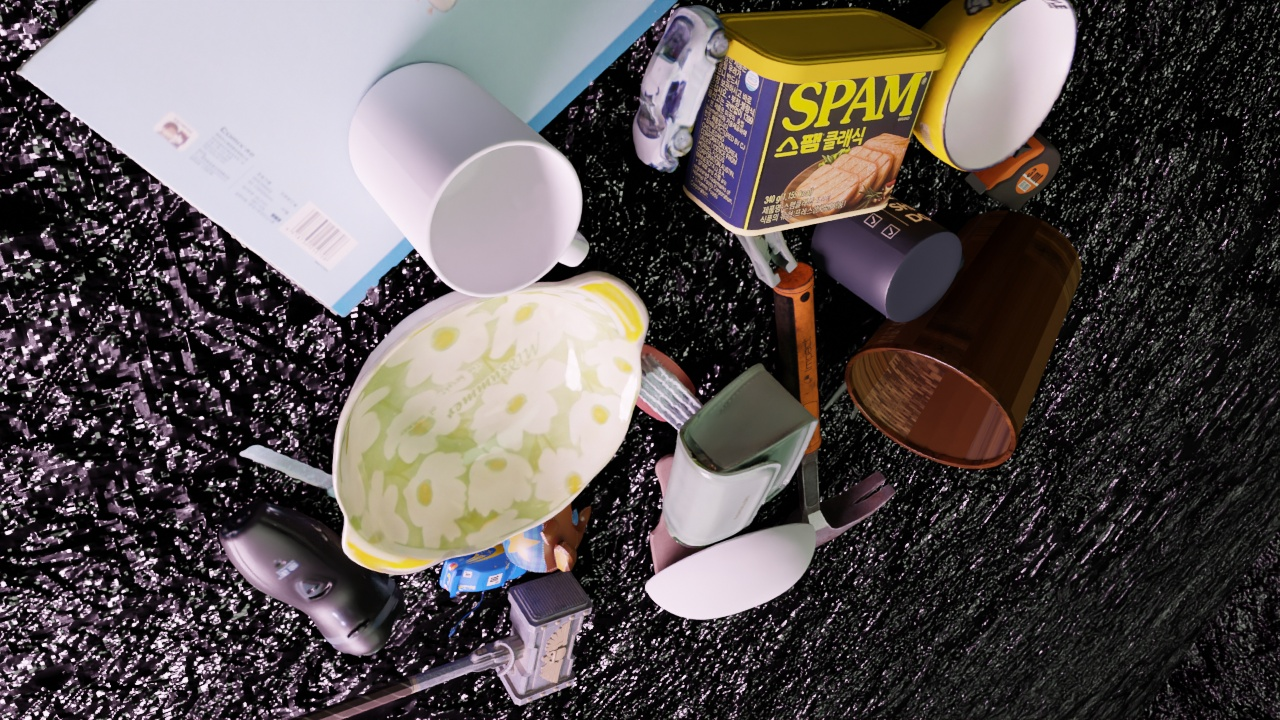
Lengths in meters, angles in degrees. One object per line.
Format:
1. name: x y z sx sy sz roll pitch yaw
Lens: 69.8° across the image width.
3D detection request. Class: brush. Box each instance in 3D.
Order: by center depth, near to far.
1. brush: -0.004 0.004 0.614 0.041 0.030 0.172 -46 139 1
2. brush: 0.026 0.126 0.755 0.049 0.015 0.136 -24 130 -20

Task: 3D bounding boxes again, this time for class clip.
1. clip: 0.083 -0.081 0.620 0.042 0.023 0.076 -44 141 -3

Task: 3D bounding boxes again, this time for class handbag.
1. handbag: 0.069 0.076 0.675 0.106 0.067 0.122 -34 156 -25

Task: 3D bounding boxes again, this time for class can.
1. can: 0.099 -0.142 0.543 0.135 0.075 0.105 -15 134 -30

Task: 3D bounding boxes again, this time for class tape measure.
1. tape measure: 0.293 -0.153 0.721 0.058 0.038 0.059 11 129 -43

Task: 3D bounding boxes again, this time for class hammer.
1. hammer: -0.187 0.239 0.649 0.321 0.044 0.099 -11 129 -33
2. hammer: 0.146 0.047 0.758 0.137 0.035 0.315 -21 133 -9

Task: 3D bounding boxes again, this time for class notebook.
1. notebook: -0.105 -0.152 0.416 0.253 0.009 0.181 -43 140 -2

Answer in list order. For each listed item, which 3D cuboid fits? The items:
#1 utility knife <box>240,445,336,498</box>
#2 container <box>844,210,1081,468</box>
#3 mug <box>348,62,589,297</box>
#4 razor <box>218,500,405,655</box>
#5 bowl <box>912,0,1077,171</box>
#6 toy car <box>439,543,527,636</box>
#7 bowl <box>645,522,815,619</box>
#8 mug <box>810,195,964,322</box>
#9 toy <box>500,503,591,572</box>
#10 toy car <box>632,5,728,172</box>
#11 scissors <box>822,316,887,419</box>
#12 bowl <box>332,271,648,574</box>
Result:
1. utility knife: -0.171 0.081 0.558 0.022 0.015 0.165 -47 136 5
2. container: 0.258 -0.023 0.710 0.167 0.132 0.132 -52 143 -23
3. mug: -0.070 -0.078 0.429 0.110 0.090 0.074 25 106 -49
4. razor: -0.191 0.131 0.541 0.053 0.063 0.140 -38 140 -8
5. bowl: 0.218 -0.191 0.602 0.117 0.067 0.117 -22 135 -24
6. toy car: -0.103 0.158 0.637 0.091 0.062 0.033 -4 125 -37
7. bowl: 0.081 0.182 0.758 0.149 0.043 0.150 -17 157 -8
8. mug: 0.187 -0.079 0.663 0.104 0.077 0.071 -8 127 -35
9. toy: -0.057 0.099 0.647 0.102 0.071 0.090 -19 122 -61
10. toy car: 0.017 -0.147 0.497 0.027 0.038 0.090 1 122 -37
11. scissors: 0.204 -0.023 0.773 0.141 0.014 0.158 -33 136 -14
12. bowl: -0.094 0.025 0.536 0.219 0.060 0.188 -46 140 4
